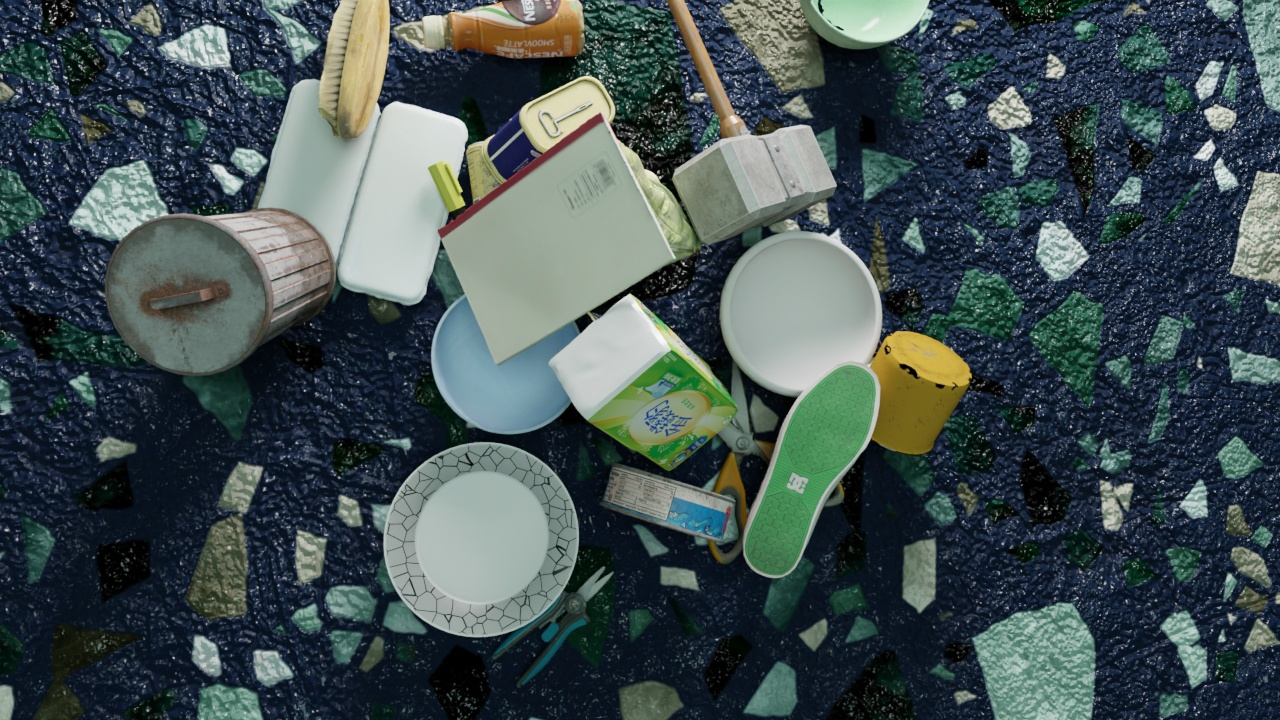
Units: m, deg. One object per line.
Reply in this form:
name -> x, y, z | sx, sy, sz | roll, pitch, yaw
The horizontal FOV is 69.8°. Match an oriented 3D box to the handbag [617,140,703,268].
handbag -> -0.023, -0.161, 0.923 | 0.113, 0.186, 0.116 | -20, 48, 20

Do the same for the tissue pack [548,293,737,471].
tissue pack -> -0.005, 0.005, 0.903 | 0.120, 0.198, 0.141 | -37, 58, 2

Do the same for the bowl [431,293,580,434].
bowl -> -0.135, 0.000, 0.932 | 0.150, 0.075, 0.150 | 1, 86, -10

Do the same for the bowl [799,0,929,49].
bowl -> 0.240, -0.414, 1.029 | 0.151, 0.077, 0.151 | 1, 85, -10

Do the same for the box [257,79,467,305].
box -> -0.290, -0.174, 0.945 | 0.189, 0.037, 0.208 | 17, 82, -11

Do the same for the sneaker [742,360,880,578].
sneaker -> 0.171, 0.108, 0.950 | 0.084, 0.079, 0.235 | 27, 88, 4

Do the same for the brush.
brush -> -0.288, -0.308, 0.928 | 0.043, 0.059, 0.195 | 2, 69, 5

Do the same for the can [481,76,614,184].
can -> -0.092, -0.233, 0.931 | 0.116, 0.092, 0.056 | -37, 100, -31

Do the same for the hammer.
hammer -> 0.073, -0.291, 0.952 | 0.162, 0.083, 0.317 | -23, 89, -46

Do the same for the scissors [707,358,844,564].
scissors -> 0.128, 0.107, 0.997 | 0.216, 0.016, 0.225 | 1, 85, -10

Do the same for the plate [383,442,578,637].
plate -> -0.156, 0.176, 0.911 | 0.188, 0.016, 0.188 | 1, 85, -11

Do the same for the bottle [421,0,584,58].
bottle -> -0.144, -0.349, 0.968 | 0.167, 0.059, 0.059 | -6, 86, -10

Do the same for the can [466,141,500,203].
can -> -0.159, -0.186, 0.962 | 0.038, 0.038, 0.079 | -8, 87, -10

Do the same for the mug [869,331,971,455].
mug -> 0.289, 0.026, 0.978 | 0.100, 0.123, 0.094 | 27, 124, 10

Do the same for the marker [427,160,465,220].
marker -> -0.183, -0.146, 0.949 | 0.021, 0.017, 0.124 | -19, 106, 16

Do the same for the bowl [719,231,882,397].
bowl -> 0.166, -0.047, 0.991 | 0.176, 0.066, 0.176 | 1, 85, -10

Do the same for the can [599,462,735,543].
can -> 0.027, 0.142, 0.919 | 0.130, 0.130, 0.044 | 18, 82, -8

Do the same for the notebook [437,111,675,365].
notebook -> -0.085, -0.108, 0.846 | 0.209, 0.012, 0.153 | -29, 80, 24

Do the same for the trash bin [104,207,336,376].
trash bin -> -0.363, -0.069, 0.815 | 0.131, 0.211, 0.131 | 0, 103, -1

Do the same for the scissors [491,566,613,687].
scissors -> -0.087, 0.275, 0.945 | 0.126, 0.019, 0.143 | 5, 78, -4
